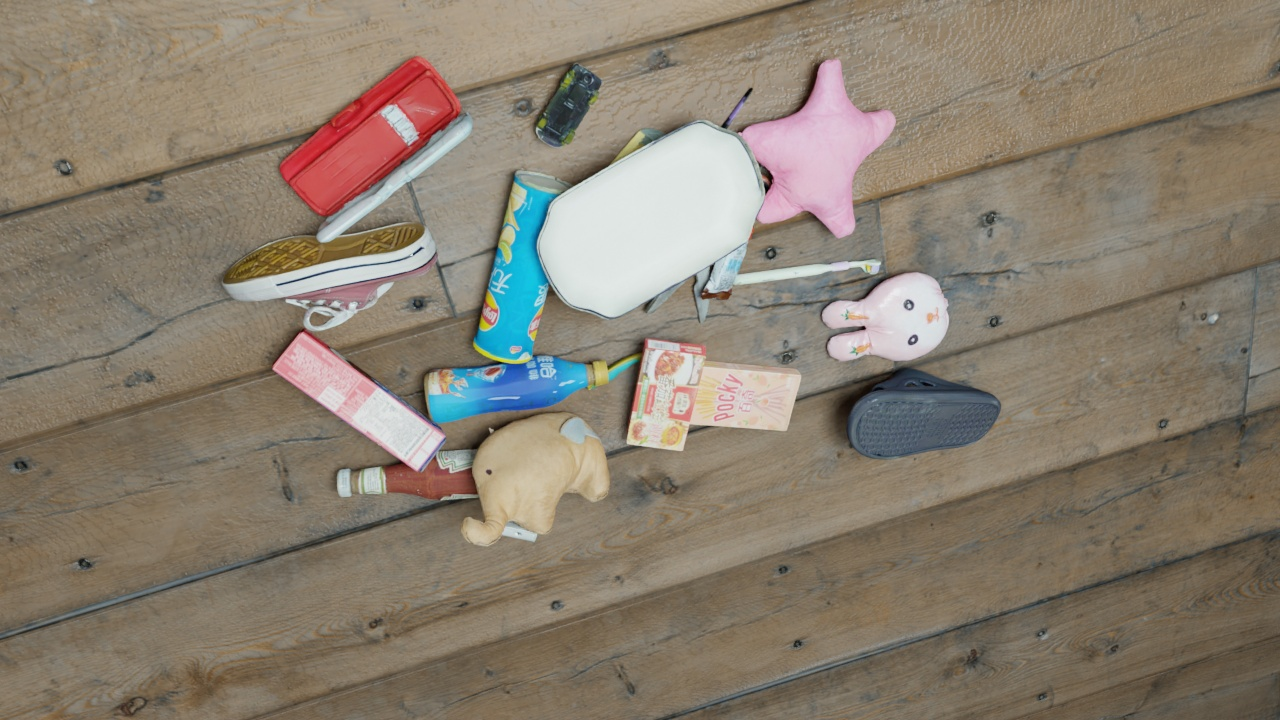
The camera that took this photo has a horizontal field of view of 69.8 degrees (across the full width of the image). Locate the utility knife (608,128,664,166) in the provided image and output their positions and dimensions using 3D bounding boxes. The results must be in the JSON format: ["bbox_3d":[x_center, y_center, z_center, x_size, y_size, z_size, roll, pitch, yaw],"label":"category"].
[{"bbox_3d":[-0.039,-0.198,1.056,0.031,0.019,0.179,37,108,-18],"label":"utility knife"}]

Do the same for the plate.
[{"bbox_3d":[0.011,-0.157,1.015,0.265,0.034,0.162,-31,120,-5],"label":"plate"}]

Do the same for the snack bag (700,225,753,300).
[{"bbox_3d":[0.104,-0.116,1.096,0.045,0.026,0.105,-5,126,-33],"label":"snack bag"}]

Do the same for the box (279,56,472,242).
[{"bbox_3d":[-0.276,-0.219,0.949,0.201,0.100,0.095,-36,116,6],"label":"box"}]

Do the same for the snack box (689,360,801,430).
[{"bbox_3d":[0.124,0.046,1.194,0.157,0.026,0.085,5,114,-14],"label":"snack box"}]

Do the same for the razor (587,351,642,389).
[{"bbox_3d":[-0.007,0.007,1.149,0.132,0.043,0.028,-20,108,6],"label":"razor"}]

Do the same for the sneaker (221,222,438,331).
[{"bbox_3d":[-0.330,-0.085,0.995,0.241,0.118,0.088,-9,128,8],"label":"sneaker"}]

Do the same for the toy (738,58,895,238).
[{"bbox_3d":[0.195,-0.243,1.044,0.178,0.074,0.195,12,109,-17],"label":"toy"}]

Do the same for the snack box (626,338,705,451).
[{"bbox_3d":[0.030,0.044,1.139,0.075,0.025,0.153,8,125,-4],"label":"snack box"}]

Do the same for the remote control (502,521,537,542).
[{"bbox_3d":[-0.159,0.192,1.153,0.049,0.125,0.024,14,102,-15],"label":"remote control"}]

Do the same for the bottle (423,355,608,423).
[{"bbox_3d":[-0.148,0.030,1.111,0.218,0.065,0.065,-7,116,-8],"label":"bottle"}]

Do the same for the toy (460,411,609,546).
[{"bbox_3d":[-0.140,0.140,1.103,0.225,0.143,0.083,-27,161,-38],"label":"toy"}]

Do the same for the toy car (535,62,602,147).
[{"bbox_3d":[-0.079,-0.275,0.996,0.042,0.035,0.090,28,107,-20],"label":"toy car"}]

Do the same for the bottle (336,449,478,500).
[{"bbox_3d":[-0.271,0.146,1.147,0.206,0.059,0.060,-3,116,-9],"label":"bottle"}]

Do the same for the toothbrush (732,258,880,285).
[{"bbox_3d":[0.205,-0.109,1.141,0.189,0.029,0.020,-6,74,-7],"label":"toothbrush"}]

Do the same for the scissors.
[{"bbox_3d":[0.076,-0.144,1.094,0.189,0.015,0.225,-23,126,-7],"label":"scissors"}]

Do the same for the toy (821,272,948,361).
[{"bbox_3d":[0.315,-0.049,1.176,0.159,0.054,0.121,-15,117,5],"label":"toy"}]

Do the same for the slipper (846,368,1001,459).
[{"bbox_3d":[0.367,0.067,1.232,0.267,0.083,0.111,1,125,-31],"label":"slipper"}]

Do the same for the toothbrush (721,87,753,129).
[{"bbox_3d":[0.070,-0.235,1.057,0.016,0.014,0.189,29,106,-28],"label":"toothbrush"}]

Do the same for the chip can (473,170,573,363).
[{"bbox_3d":[-0.134,-0.105,1.046,0.071,0.071,0.211,11,113,-16],"label":"chip can"}]

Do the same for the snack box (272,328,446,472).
[{"bbox_3d":[-0.326,0.048,1.072,0.207,0.057,0.058,40,83,-18],"label":"snack box"}]
